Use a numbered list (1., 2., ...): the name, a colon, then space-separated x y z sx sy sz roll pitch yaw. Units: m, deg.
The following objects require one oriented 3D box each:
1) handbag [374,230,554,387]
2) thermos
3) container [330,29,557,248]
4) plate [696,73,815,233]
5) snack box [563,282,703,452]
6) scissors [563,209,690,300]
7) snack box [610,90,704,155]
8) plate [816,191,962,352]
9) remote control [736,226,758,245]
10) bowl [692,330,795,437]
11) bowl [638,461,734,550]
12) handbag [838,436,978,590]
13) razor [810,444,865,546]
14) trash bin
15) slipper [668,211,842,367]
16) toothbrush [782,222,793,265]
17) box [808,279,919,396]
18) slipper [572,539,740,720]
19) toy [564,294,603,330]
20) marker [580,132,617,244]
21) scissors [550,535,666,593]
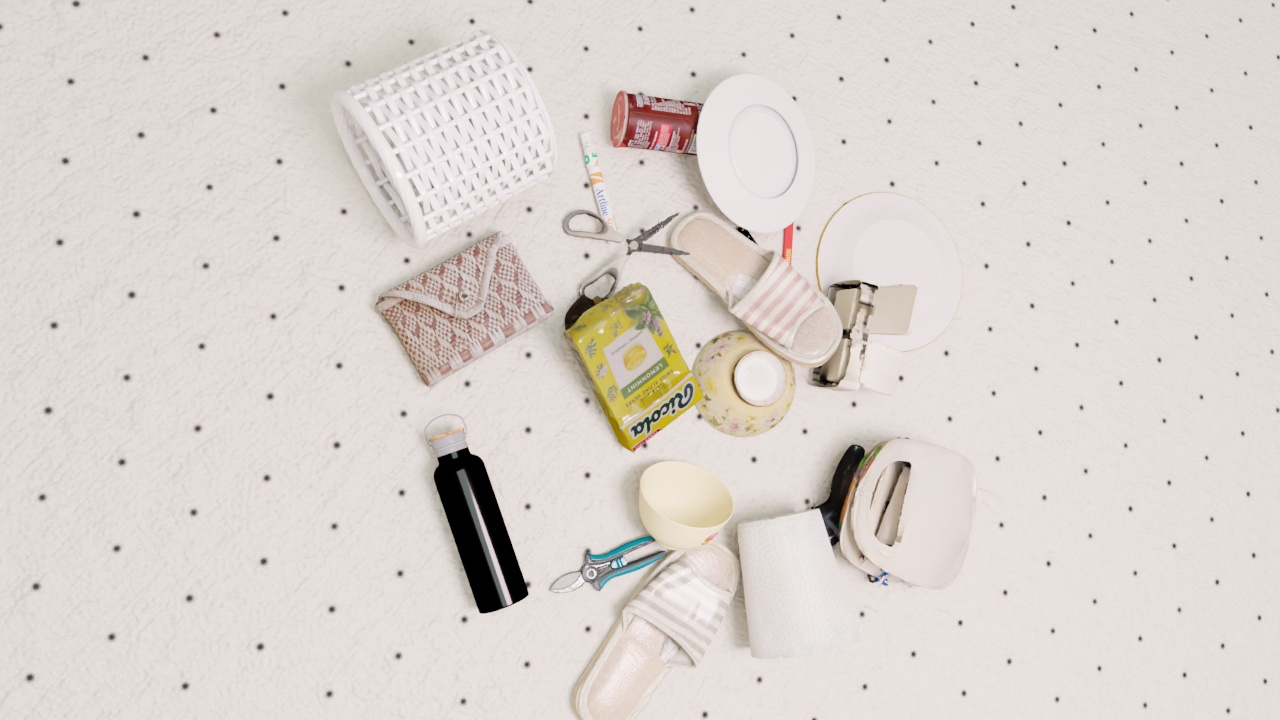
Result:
1. handbag: -0.209 -0.064 1.104 0.185 0.047 0.124 -32 93 -17
2. thermos: -0.196 0.174 1.069 0.061 0.061 0.231 -19 88 -17
3. container: -0.222 -0.253 1.049 0.186 0.190 0.189 -32 92 -18
4. plate: 0.159 -0.272 1.204 0.208 0.015 0.208 1 88 -35
5. snack box: -0.007 0.007 1.116 0.121 0.045 0.181 -36 120 -18
6. scissors: -0.027 -0.142 1.164 0.157 0.012 0.171 35 89 3
7. snack box: 0.028 -0.305 1.188 0.121 0.072 0.072 3 82 -16
8. plate: 0.354 -0.126 1.282 0.229 0.021 0.229 2 83 -15
9. remote control: 0.167 -0.117 1.235 0.030 0.009 0.140 -37 94 -17
10. bowl: 0.143 0.027 1.182 0.145 0.063 0.145 2 84 -14
11. bowl: 0.047 0.190 1.124 0.118 0.117 0.074 8 123 -15
12. handbag: 0.332 0.194 1.189 0.199 0.093 0.200 24 76 -29
13. razor: 0.259 0.176 1.206 0.064 0.053 0.140 17 73 12
14. trash bin: 0.186 0.272 1.134 0.133 0.133 0.161 -8 80 -17
15. slipper: 0.146 -0.097 1.169 0.263 0.052 0.115 42 74 12
16. toothbrush: 0.207 -0.217 1.254 0.012 0.018 0.212 7 81 -15
17. box: 0.308 -0.024 1.169 0.099 0.184 0.143 13 88 -15
18. slipper: 0.023 0.334 1.118 0.114 0.054 0.272 42 75 -2
19. toy: -0.044 -0.053 1.137 0.100 0.062 0.076 -27 73 1
20. marker: -0.053 -0.222 1.182 0.017 0.017 0.145 -15 87 -17
21. scissors: -0.040 0.246 1.127 0.136 0.019 0.139 21 79 -10
